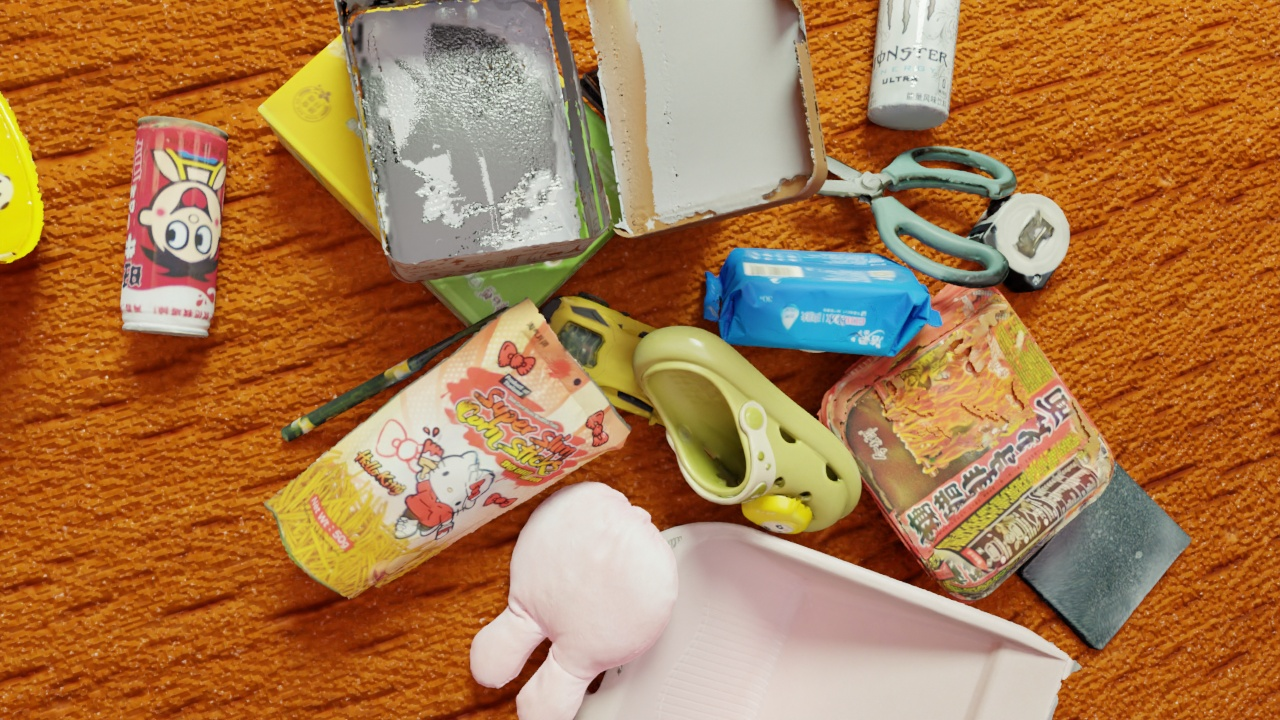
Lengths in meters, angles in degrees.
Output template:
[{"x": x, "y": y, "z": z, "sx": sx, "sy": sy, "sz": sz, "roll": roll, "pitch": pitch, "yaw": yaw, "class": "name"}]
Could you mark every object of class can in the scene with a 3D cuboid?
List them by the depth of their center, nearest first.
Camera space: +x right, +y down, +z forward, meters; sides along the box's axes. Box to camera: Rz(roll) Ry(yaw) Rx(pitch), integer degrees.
[{"x": -0.296, "y": -0.083, "z": 0.584, "sx": 0.053, "sy": 0.053, "sz": 0.132, "roll": 4, "pitch": 88, "yaw": -10, "class": "can"}, {"x": 0.203, "y": -0.247, "z": 0.673, "sx": 0.058, "sy": 0.058, "sz": 0.146, "roll": 7, "pitch": 88, "yaw": -10, "class": "can"}]

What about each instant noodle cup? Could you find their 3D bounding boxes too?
[{"x": 0.224, "y": 0.054, "z": 0.659, "sx": 0.164, "sy": 0.079, "sz": 0.189, "roll": -37, "pitch": 95, "yaw": -9, "class": "instant noodle cup"}]

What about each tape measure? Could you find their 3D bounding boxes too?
[{"x": 0.289, "y": -0.093, "z": 0.697, "sx": 0.066, "sy": 0.033, "sz": 0.066, "roll": 35, "pitch": 83, "yaw": -9, "class": "tape measure"}]

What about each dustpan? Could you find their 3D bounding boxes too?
[{"x": 0.080, "y": 0.224, "z": 0.569, "sx": 0.138, "sy": 0.274, "sz": 0.222, "roll": 27, "pitch": 80, "yaw": -33, "class": "dustpan"}]

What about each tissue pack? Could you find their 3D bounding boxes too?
[{"x": 0.121, "y": -0.039, "z": 0.623, "sx": 0.157, "sy": 0.094, "sz": 0.052, "roll": 3, "pitch": 112, "yaw": 4, "class": "tissue pack"}]

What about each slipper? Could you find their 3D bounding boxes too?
[{"x": 0.060, "y": 0.060, "z": 0.596, "sx": 0.190, "sy": 0.092, "sz": 0.081, "roll": 44, "pitch": 54, "yaw": -22, "class": "slipper"}]

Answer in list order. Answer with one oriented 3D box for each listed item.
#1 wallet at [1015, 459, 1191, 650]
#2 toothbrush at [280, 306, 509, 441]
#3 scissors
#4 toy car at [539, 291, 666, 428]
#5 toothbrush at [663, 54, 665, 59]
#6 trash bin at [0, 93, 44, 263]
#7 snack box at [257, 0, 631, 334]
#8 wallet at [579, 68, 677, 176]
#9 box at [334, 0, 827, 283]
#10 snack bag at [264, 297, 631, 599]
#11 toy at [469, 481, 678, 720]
[{"x": 0.360, "y": 0.151, "z": 0.712, "sx": 0.097, "sy": 0.019, "sz": 0.120, "roll": 44, "pitch": 84, "yaw": -7, "class": "wallet"}, {"x": -0.157, "y": 0.013, "z": 0.588, "sx": 0.186, "sy": 0.012, "sz": 0.017, "roll": -27, "pitch": 112, "yaw": 17, "class": "toothbrush"}, {"x": 0.199, "y": -0.104, "z": 0.650, "sx": 0.172, "sy": 0.019, "sz": 0.178, "roll": -1, "pitch": 51, "yaw": -9, "class": "scissors"}, {"x": -0.004, "y": 0.004, "z": 0.640, "sx": 0.156, "sy": 0.041, "sz": 0.071, "roll": 21, "pitch": 86, "yaw": -11, "class": "toy car"}, {"x": 0.071, "y": -0.269, "z": 0.670, "sx": 0.189, "sy": 0.029, "sz": 0.021, "roll": -41, "pitch": 133, "yaw": -7, "class": "toothbrush"}, {"x": -0.506, "y": -0.101, "z": 0.471, "sx": 0.255, "sy": 0.229, "sz": 0.229, "roll": -26, "pitch": 93, "yaw": -4, "class": "trash bin"}, {"x": -0.116, "y": -0.134, "z": 0.608, "sx": 0.210, "sy": 0.070, "sz": 0.157, "roll": 45, "pitch": 82, "yaw": -6, "class": "snack box"}, {"x": 0.014, "y": -0.151, "z": 0.626, "sx": 0.122, "sy": 0.096, "sz": 0.020, "roll": 47, "pitch": 119, "yaw": -5, "class": "wallet"}, {"x": -0.039, "y": -0.152, "z": 0.522, "sx": 0.274, "sy": 0.124, "sz": 0.179, "roll": -10, "pitch": 90, "yaw": 11, "class": "box"}, {"x": -0.119, "y": 0.063, "z": 0.580, "sx": 0.208, "sy": 0.073, "sz": 0.128, "roll": -33, "pitch": 125, "yaw": 4, "class": "snack bag"}, {"x": -0.047, "y": 0.162, "z": 0.611, "sx": 0.121, "sy": 0.054, "sz": 0.159, "roll": 36, "pitch": 90, "yaw": 25, "class": "toy"}]
